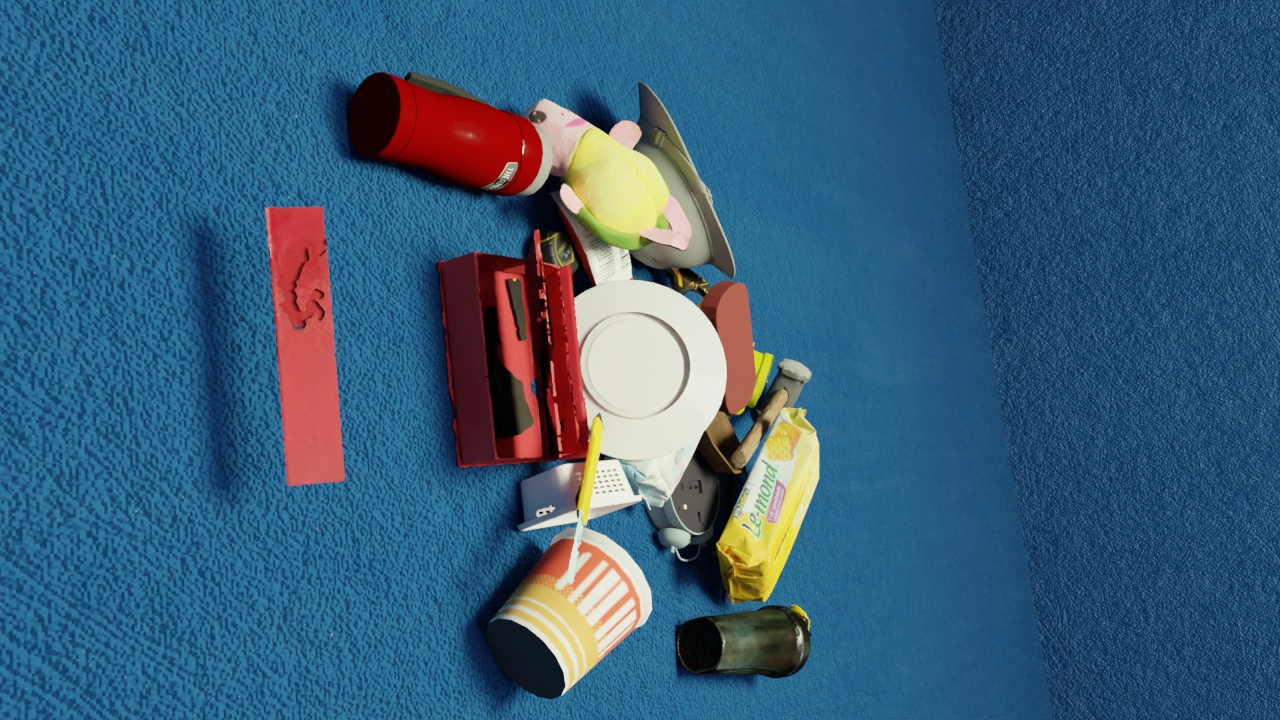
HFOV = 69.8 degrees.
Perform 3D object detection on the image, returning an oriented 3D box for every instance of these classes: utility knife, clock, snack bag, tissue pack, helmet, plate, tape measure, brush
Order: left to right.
[{"bbox_3d":[-0.099,-0.115,1.031,0.061,0.034,0.061,-63,135,-60],"label":"tape measure"},{"bbox_3d":[-0.053,0.129,0.890,0.224,0.019,0.030,-87,165,-54],"label":"utility knife"},{"bbox_3d":[-0.051,-0.143,1.097,0.144,0.039,0.130,65,23,-10],"label":"snack bag"},{"bbox_3d":[-0.006,0.006,1.013,0.015,0.208,0.208,114,-23,-72],"label":"plate"},{"bbox_3d":[0.014,-0.201,1.159,0.271,0.117,0.183,62,-1,-18],"label":"helmet"},{"bbox_3d":[0.032,0.074,1.069,0.181,0.070,0.112,-61,154,-18],"label":"tissue pack"},{"bbox_3d":[0.053,0.173,1.159,0.122,0.045,0.159,5,77,-56],"label":"clock"},{"bbox_3d":[0.093,0.094,1.189,0.131,0.025,0.131,52,18,-26],"label":"plate"},{"bbox_3d":[0.106,-0.017,1.173,0.082,0.042,0.173,-40,129,-45],"label":"brush"},{"bbox_3d":[0.150,0.032,1.307,0.083,0.057,0.118,110,3,-51],"label":"clock"},{"bbox_3d":[0.172,0.199,1.203,0.246,0.068,0.160,-60,157,-27],"label":"snack bag"}]

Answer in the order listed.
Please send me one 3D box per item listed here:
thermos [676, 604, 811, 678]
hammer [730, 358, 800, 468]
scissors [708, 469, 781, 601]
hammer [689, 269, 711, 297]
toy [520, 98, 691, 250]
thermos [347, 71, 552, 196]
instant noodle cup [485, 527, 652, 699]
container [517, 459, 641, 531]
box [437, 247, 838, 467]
[{"bbox_3d":[0.141,0.364,1.188,0.220,0.098,0.098,18,65,-48],"label":"thermos"},{"bbox_3d":[0.176,0.080,1.279,0.098,0.052,0.327,-67,168,21],"label":"hammer"},{"bbox_3d":[0.156,0.263,1.311,0.204,0.015,0.201,47,46,-39],"label":"scissors"},{"bbox_3d":[0.006,-0.011,1.128,0.123,0.036,0.319,32,50,-3],"label":"hammer"},{"bbox_3d":[-0.041,-0.201,1.031,0.238,0.088,0.189,36,50,-8],"label":"toy"},{"bbox_3d":[-0.184,-0.227,0.901,0.198,0.084,0.108,4,60,-54],"label":"thermos"},{"bbox_3d":[-0.074,0.248,0.887,0.120,0.124,0.123,-40,113,-45],"label":"instant noodle cup"},{"bbox_3d":[-0.067,0.139,0.963,0.129,0.081,0.049,4,66,-56],"label":"container"},{"bbox_3d":[0.019,-0.009,1.001,0.477,0.171,0.214,-4,82,-18],"label":"box"}]
